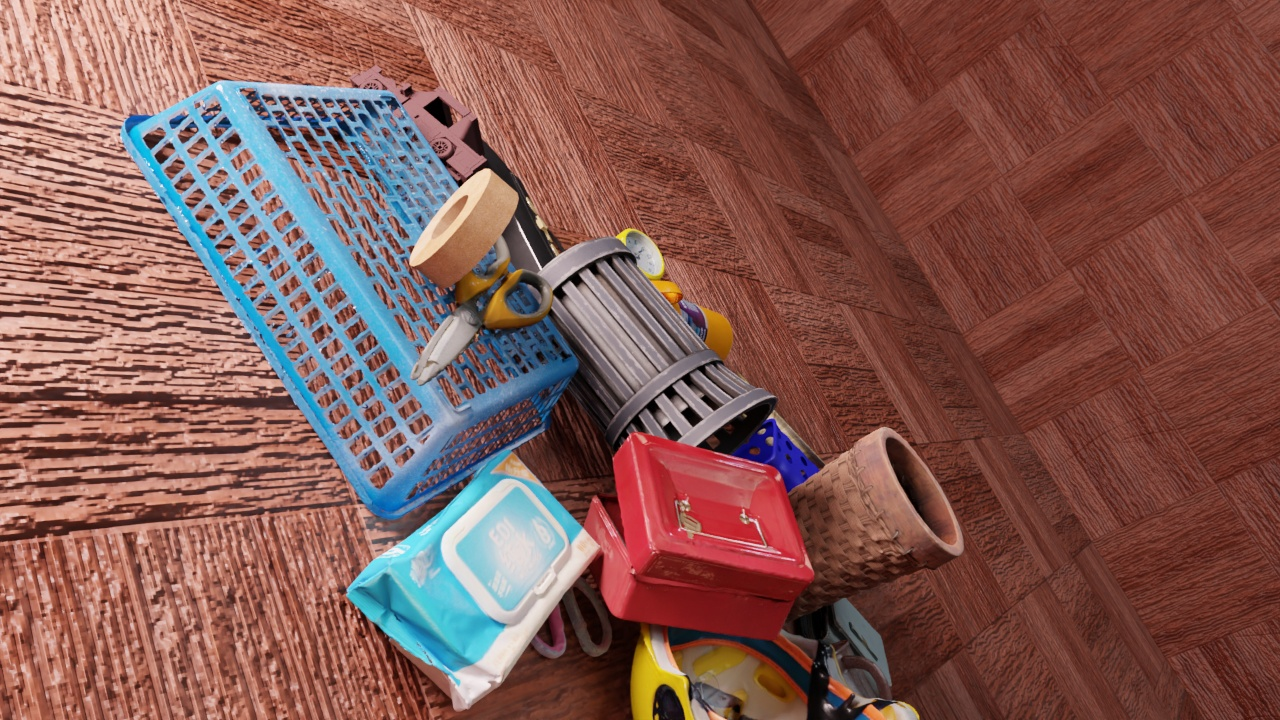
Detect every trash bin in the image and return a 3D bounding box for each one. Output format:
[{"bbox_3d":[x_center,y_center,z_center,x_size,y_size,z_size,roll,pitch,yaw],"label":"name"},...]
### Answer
[{"bbox_3d":[-0.005,0.005,0.887,0.227,0.165,0.164,50,25,17],"label":"trash bin"},{"bbox_3d":[0.214,0.188,0.988,0.151,0.211,0.151,40,29,-28],"label":"trash bin"}]

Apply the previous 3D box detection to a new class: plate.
[{"bbox_3d":[0.176,0.093,1.191,0.184,0.036,0.184,46,4,-5],"label":"plate"}]

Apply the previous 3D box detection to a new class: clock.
[{"bbox_3d":[-0.017,-0.112,1.139,0.083,0.057,0.118,45,36,-16],"label":"clock"}]

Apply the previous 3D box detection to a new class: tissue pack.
[{"bbox_3d":[-0.110,0.148,0.670,0.117,0.066,0.208,49,28,-2],"label":"tissue pack"}]

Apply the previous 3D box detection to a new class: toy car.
[{"bbox_3d":[-0.204,-0.223,0.891,0.170,0.061,0.070,41,-20,17],"label":"toy car"}]

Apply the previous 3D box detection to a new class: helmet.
[{"bbox_3d":[0.082,0.299,0.727,0.240,0.140,0.208,30,14,39],"label":"helmet"}]

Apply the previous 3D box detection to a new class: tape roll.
[{"bbox_3d":[-0.134,-0.100,0.694,0.027,0.094,0.093,39,30,-26],"label":"tape roll"}]

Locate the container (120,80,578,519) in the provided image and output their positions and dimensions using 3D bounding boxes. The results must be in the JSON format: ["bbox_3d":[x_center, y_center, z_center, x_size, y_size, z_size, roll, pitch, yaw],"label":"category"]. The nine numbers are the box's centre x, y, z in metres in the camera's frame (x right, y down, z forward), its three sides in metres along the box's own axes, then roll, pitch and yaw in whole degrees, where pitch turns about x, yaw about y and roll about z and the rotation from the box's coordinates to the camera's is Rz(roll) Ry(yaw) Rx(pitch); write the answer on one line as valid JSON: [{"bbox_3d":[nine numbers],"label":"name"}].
[{"bbox_3d":[-0.207,-0.078,0.757,0.362,0.089,0.256,55,27,2],"label":"container"}]

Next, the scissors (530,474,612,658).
[{"bbox_3d":[-0.069,0.169,0.778,0.101,0.016,0.178,23,37,-39],"label":"scissors"}]

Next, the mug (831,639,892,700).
[{"bbox_3d":[0.199,0.336,0.892,0.096,0.123,0.110,-22,76,-42],"label":"mug"}]

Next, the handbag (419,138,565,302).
[{"bbox_3d":[-0.124,-0.130,1.003,0.175,0.072,0.195,62,17,16],"label":"handbag"}]

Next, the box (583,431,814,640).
[{"bbox_3d":[0.041,0.159,0.752,0.157,0.127,0.136,18,32,-23],"label":"box"}]

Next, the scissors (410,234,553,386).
[{"bbox_3d":[-0.122,-0.031,0.719,0.114,0.016,0.228,44,29,-19],"label":"scissors"}]

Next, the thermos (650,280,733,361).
[{"bbox_3d":[0.025,-0.050,1.088,0.076,0.091,0.232,32,10,35],"label":"thermos"}]

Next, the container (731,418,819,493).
[{"bbox_3d":[0.162,0.145,1.094,0.113,0.085,0.084,45,29,-19],"label":"container"}]

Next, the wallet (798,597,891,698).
[{"bbox_3d":[0.234,0.321,1.049,0.131,0.054,0.100,48,28,-23],"label":"wallet"}]
